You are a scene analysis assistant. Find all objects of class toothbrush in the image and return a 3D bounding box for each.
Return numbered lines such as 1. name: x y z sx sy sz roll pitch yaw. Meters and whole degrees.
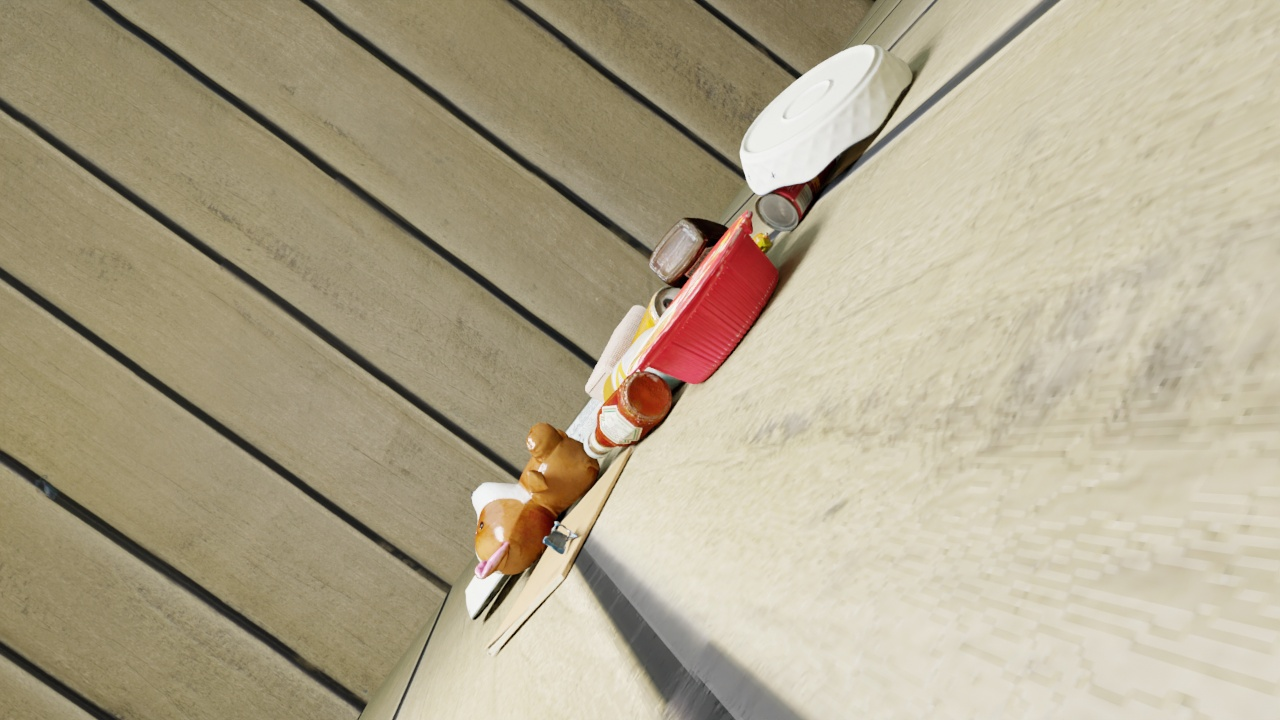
1. toothbrush: 0.109 -0.091 1.161 0.191 0.015 0.016 -50 9 47

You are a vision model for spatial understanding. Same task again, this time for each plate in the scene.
1. plate: -0.161 0.236 1.265 0.265 0.034 0.162 -55 -4 -7
2. plate: 0.187 -0.262 0.978 0.205 0.045 0.204 -36 24 18

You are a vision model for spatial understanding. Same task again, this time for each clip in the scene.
1. clip: -0.077 0.168 0.889 0.045 0.027 0.058 -59 1 -4

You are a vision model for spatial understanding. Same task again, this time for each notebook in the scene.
1. notebook: -0.080 0.192 0.947 0.150 0.012 0.210 -50 4 33

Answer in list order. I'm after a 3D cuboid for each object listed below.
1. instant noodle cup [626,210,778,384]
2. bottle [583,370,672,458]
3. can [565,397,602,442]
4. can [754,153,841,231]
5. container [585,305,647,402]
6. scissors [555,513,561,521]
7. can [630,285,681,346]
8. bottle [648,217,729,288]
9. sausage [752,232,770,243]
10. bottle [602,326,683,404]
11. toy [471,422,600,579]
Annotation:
1. instant noodle cup: 0.067 -0.046 0.869 0.194 0.066 0.193 -53 4 5
2. bottle: -0.022 0.069 1.014 0.059 0.060 0.207 -55 3 -26
3. can: -0.060 0.089 1.329 0.147 0.058 0.058 -52 4 33
4. can: 0.180 -0.207 1.027 0.132 0.053 0.053 -56 4 -28
5. container: -0.007 0.007 1.196 0.110 0.090 0.090 -60 7 -36
6. scissors: -0.112 0.208 1.243 0.125 0.012 0.173 -52 2 35
7. can: 0.027 -0.035 1.090 0.058 0.058 0.146 -55 -3 -24
8. bottle: 0.078 -0.114 1.026 0.080 0.044 0.194 -50 -19 18
9. sausage: 0.119 -0.110 1.168 0.166 0.021 0.021 -50 5 48
10. bottle: 0.001 0.023 1.054 0.067 0.068 0.190 -56 4 -29
11. toy: -0.141 0.173 1.116 0.199 0.130 0.140 -64 -12 -7
